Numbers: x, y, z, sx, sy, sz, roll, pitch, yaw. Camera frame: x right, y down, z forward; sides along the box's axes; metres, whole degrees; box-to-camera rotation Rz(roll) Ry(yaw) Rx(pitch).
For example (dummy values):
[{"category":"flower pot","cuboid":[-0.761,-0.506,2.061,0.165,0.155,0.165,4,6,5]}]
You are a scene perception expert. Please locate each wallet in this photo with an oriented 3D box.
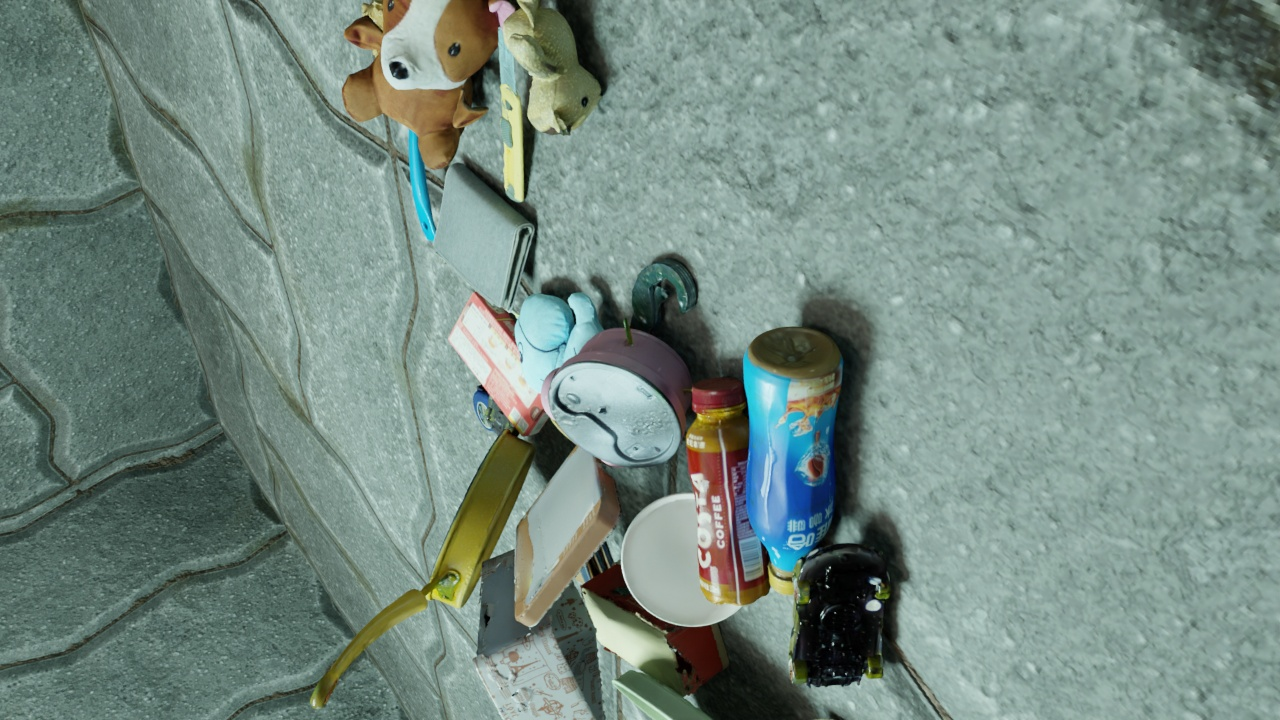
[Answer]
[{"category":"wallet","cuboid":[-0.157,-0.121,0.915,0.130,0.036,0.107,42,128,33]},{"category":"wallet","cuboid":[-0.079,0.220,1.080,0.115,0.033,0.090,4,114,56]}]

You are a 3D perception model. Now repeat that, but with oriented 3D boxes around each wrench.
[{"category":"wrench","cuboid":[-0.005,0.005,0.813,0.056,0.016,0.274,50,147,20]}]

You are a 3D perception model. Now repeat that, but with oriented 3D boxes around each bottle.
[{"category":"bottle","cuboid":[0.068,0.102,0.722,0.057,0.057,0.175,10,110,53]},{"category":"bottle","cuboid":[0.107,0.082,0.656,0.065,0.065,0.219,32,138,41]}]

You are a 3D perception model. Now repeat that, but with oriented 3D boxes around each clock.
[{"category":"clock","cuboid":[-0.023,0.037,0.777,0.117,0.059,0.159,40,135,-12]}]

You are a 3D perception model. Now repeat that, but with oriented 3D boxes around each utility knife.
[{"category":"utility knife","cuboid":[-0.110,-0.200,0.784,0.031,0.021,0.205,44,152,17]}]

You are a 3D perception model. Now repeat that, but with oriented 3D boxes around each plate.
[{"category":"plate","cuboid":[0.070,0.381,0.909,0.230,0.027,0.230,33,160,14]}]

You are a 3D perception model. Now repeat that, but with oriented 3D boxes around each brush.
[{"category":"brush","cuboid":[-0.231,-0.240,0.922,0.083,0.045,0.255,22,126,43]}]

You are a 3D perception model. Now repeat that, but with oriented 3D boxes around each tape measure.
[{"category":"tape measure","cuboid":[-0.180,0.057,1.109,0.054,0.025,0.058,27,131,47]}]

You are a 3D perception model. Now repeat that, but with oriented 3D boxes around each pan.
[{"category":"pan","cuboid":[-0.206,0.208,0.926,0.078,0.356,0.198,24,129,0]}]

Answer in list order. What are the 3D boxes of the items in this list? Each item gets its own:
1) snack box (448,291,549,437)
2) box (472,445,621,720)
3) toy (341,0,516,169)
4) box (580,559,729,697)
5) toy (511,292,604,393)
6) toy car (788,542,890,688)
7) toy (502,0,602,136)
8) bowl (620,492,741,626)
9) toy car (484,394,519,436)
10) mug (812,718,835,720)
[{"category":"snack box","cuboid":[-0.145,0.002,0.989,0.153,0.025,0.075,49,125,21]},{"category":"box","cuboid":[-0.085,0.213,0.857,0.179,0.134,0.271,-109,27,-70]},{"category":"toy","cuboid":[-0.183,-0.261,0.776,0.140,0.130,0.200,31,140,-12]},{"category":"box","cuboid":[0.005,0.281,0.956,0.169,0.076,0.091,9,121,54]},{"category":"toy","cuboid":[-0.079,-0.015,0.871,0.156,0.049,0.162,54,142,33]},{"category":"toy car","cuboid":[0.147,0.191,0.685,0.042,0.070,0.158,-93,0,-56]},{"category":"toy","cuboid":[-0.069,-0.246,0.678,0.105,0.066,0.157,-106,6,-69]},{"category":"bowl","cuboid":[0.044,0.163,0.801,0.064,0.118,0.118,-65,-48,-80]},{"category":"toy car","cuboid":[-0.147,0.045,1.044,0.048,0.032,0.105,37,131,28]},{"category":"mug","cuboid":[0.166,0.383,0.771,0.114,0.081,0.106,-102,-4,-68]}]
